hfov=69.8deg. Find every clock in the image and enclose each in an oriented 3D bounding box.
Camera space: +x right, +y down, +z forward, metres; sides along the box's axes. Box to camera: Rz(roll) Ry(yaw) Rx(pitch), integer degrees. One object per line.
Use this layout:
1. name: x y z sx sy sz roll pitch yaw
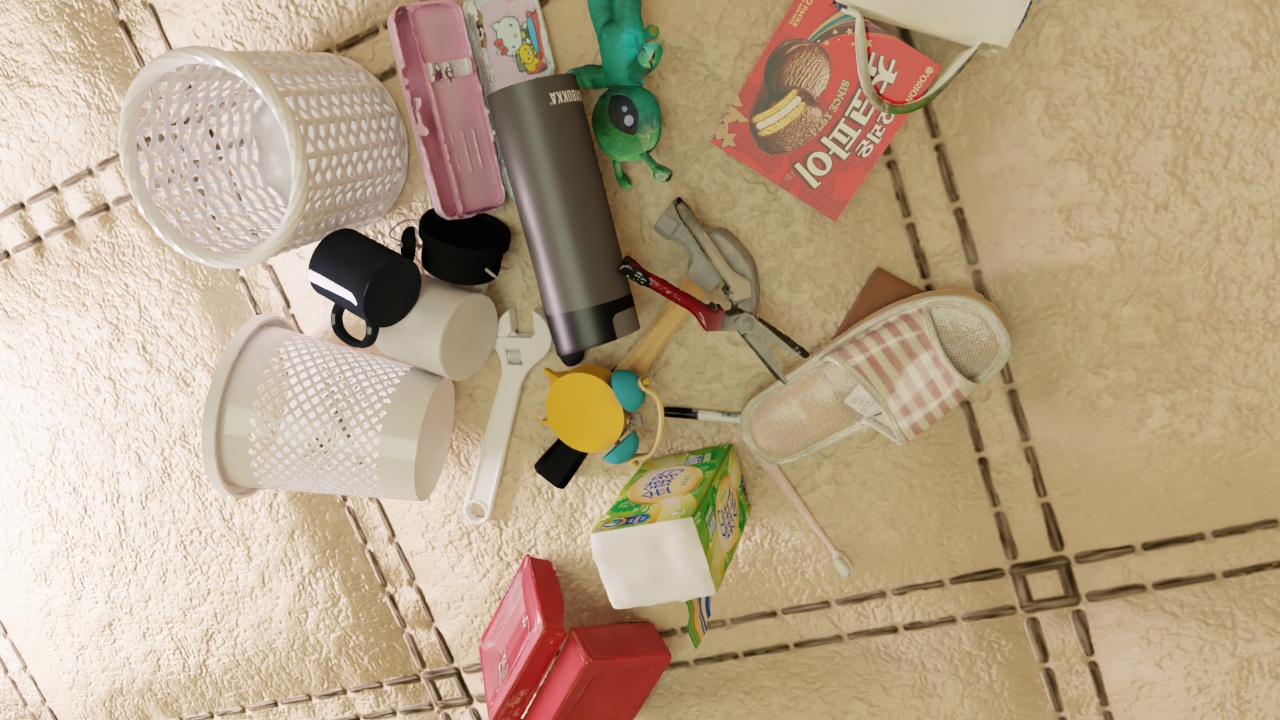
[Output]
1. clock: -0.038 0.051 0.907 0.130 0.043 0.099 14 113 17
2. clock: -0.188 -0.117 0.910 0.121 0.091 0.043 18 122 3

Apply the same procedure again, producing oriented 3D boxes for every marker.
1. marker: 0.093 0.058 0.925 0.152 0.011 0.011 5 109 15

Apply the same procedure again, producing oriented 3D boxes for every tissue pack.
1. tissue pack: 0.044 0.183 0.879 0.120 0.197 0.141 -12 101 26

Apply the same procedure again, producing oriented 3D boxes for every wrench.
1. wrench: -0.151 0.065 0.997 0.066 0.018 0.274 21 113 8

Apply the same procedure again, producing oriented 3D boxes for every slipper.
1. slipper: 0.209 0.027 0.845 0.264 0.052 0.115 -29 98 25

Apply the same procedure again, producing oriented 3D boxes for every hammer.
1. hammer: -0.006 0.005 0.923 0.131 0.039 0.329 38 114 1

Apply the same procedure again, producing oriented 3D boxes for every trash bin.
1. trash bin: -0.312 0.064 0.963 0.199 0.195 0.196 10 110 3

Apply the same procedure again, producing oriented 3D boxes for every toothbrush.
1. toothbrush: 0.160 0.147 0.931 0.016 0.018 0.181 -35 95 23

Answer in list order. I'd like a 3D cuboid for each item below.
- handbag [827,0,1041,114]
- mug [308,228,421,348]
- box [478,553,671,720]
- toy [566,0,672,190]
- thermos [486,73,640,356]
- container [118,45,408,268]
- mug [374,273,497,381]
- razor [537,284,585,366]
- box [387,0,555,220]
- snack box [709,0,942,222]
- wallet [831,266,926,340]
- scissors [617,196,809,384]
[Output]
1. handbag: 0.225 -0.280 0.715 0.151 0.074 0.176 19 98 4
2. mug: -0.266 -0.063 0.875 0.077 0.071 0.105 27 110 25
3. box: -0.074 0.338 1.029 0.170 0.156 0.157 20 115 -21
4. toy: -0.011 -0.251 0.827 0.131 0.072 0.193 13 113 54
5. thermos: -0.068 -0.129 0.837 0.082 0.082 0.240 -11 100 19
6. container: -0.349 -0.198 0.875 0.189 0.186 0.189 5 109 15
7. mug: -0.201 -0.049 0.934 0.090 0.091 0.121 19 70 24
8. razor: -0.078 -0.062 0.921 0.052 0.047 0.143 6 114 40
9. box: -0.150 -0.245 0.882 0.153 0.066 0.201 -14 105 -8
10. snack box: 0.159 -0.223 0.799 0.132 0.035 0.152 34 114 4
11. wallet: 0.250 -0.022 0.851 0.121 0.013 0.088 29 113 6
12. scissors: 0.066 -0.061 0.836 0.185 0.015 0.179 -5 89 -13
